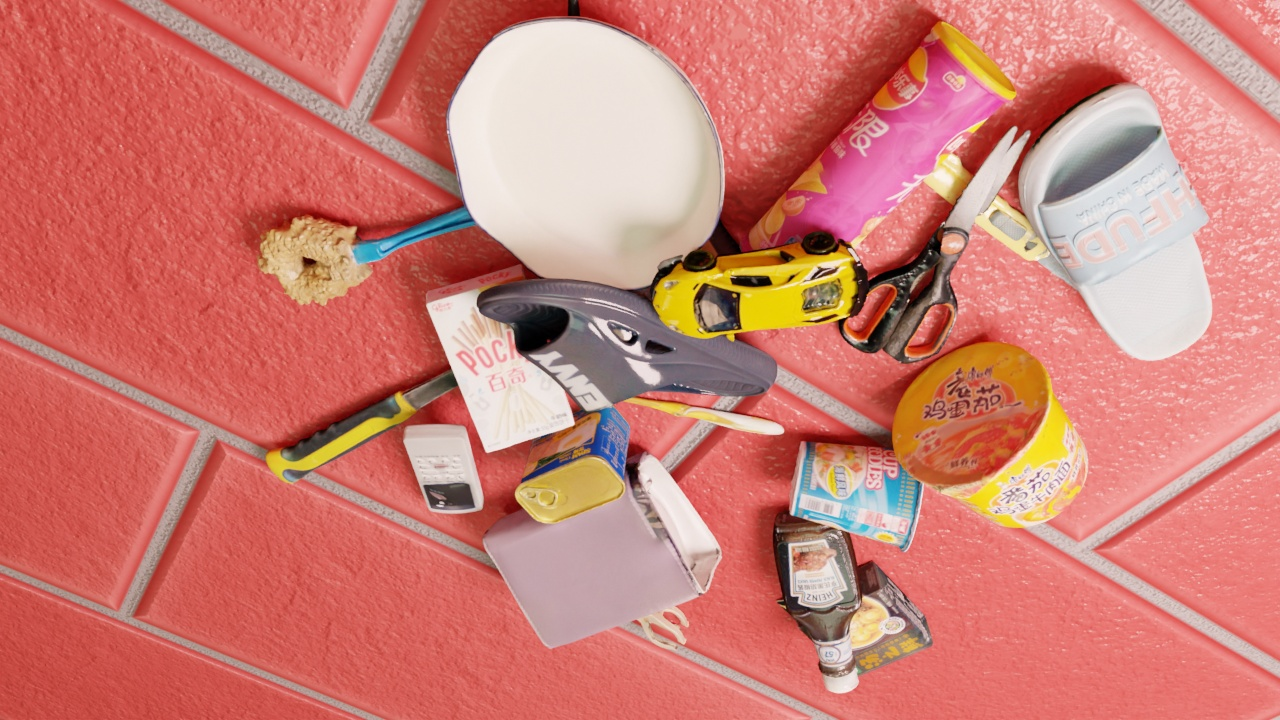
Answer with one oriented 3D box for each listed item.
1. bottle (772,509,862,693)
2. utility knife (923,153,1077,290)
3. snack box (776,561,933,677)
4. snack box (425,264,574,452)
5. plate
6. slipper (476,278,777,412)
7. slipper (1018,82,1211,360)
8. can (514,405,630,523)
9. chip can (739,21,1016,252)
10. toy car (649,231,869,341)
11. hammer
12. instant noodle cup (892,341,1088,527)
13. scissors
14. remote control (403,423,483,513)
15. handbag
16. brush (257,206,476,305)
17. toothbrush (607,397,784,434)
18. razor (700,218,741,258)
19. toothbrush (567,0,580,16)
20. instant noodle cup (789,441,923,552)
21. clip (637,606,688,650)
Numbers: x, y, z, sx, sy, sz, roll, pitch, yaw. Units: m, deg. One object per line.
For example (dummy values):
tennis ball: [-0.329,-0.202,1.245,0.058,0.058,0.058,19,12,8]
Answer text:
bottle: [0.186,0.244,0.932,0.080,0.044,0.195,-10,104,16]
utility knife: [0.286,-0.108,0.713,0.210,0.021,0.031,28,130,-21]
snack box: [0.233,0.287,1.003,0.126,0.053,0.113,-34,117,22]
snack box: [-0.119,0.001,0.793,0.084,0.027,0.157,-17,120,-2]
plate: [-0.037,-0.146,0.660,0.205,0.045,0.205,10,129,12]
slipper: [-0.004,0.004,0.738,0.268,0.083,0.111,18,162,-28]
slipper: [0.360,-0.085,0.674,0.104,0.074,0.245,-30,120,17]
can: [-0.061,0.095,0.862,0.102,0.083,0.057,-25,121,23]
chip can: [0.164,-0.136,0.665,0.071,0.071,0.211,31,125,-17]
toy car: [0.085,-0.049,0.665,0.156,0.041,0.071,-6,135,2]
hammer: [-0.234,0.049,0.880,0.324,0.031,0.126,-26,119,24]
instant noodle cup: [0.301,0.070,0.777,0.138,0.137,0.110,-33,125,27]
scissors: [0.223,-0.086,0.718,0.142,0.021,0.235,1,132,9]
remote control: [-0.191,0.110,0.902,0.058,0.021,0.150,-1,143,-1]
handbag: [-0.040,0.188,0.923,0.197,0.098,0.145,-27,104,26]
brush: [-0.198,-0.103,0.758,0.255,0.045,0.083,-14,121,12]
toothbrush: [0.041,0.050,0.856,0.191,0.018,0.016,12,130,-2]
razor: [0.044,-0.095,0.725,0.067,0.062,0.167,-34,114,1]
toothbrush: [-0.045,-0.194,0.675,0.026,0.027,0.213,13,129,17]
instant noodle cup: [0.197,0.119,0.850,0.110,0.099,0.099,10,128,8]
clip: [0.010,0.286,1.037,0.100,0.034,0.072,36,124,-10]
